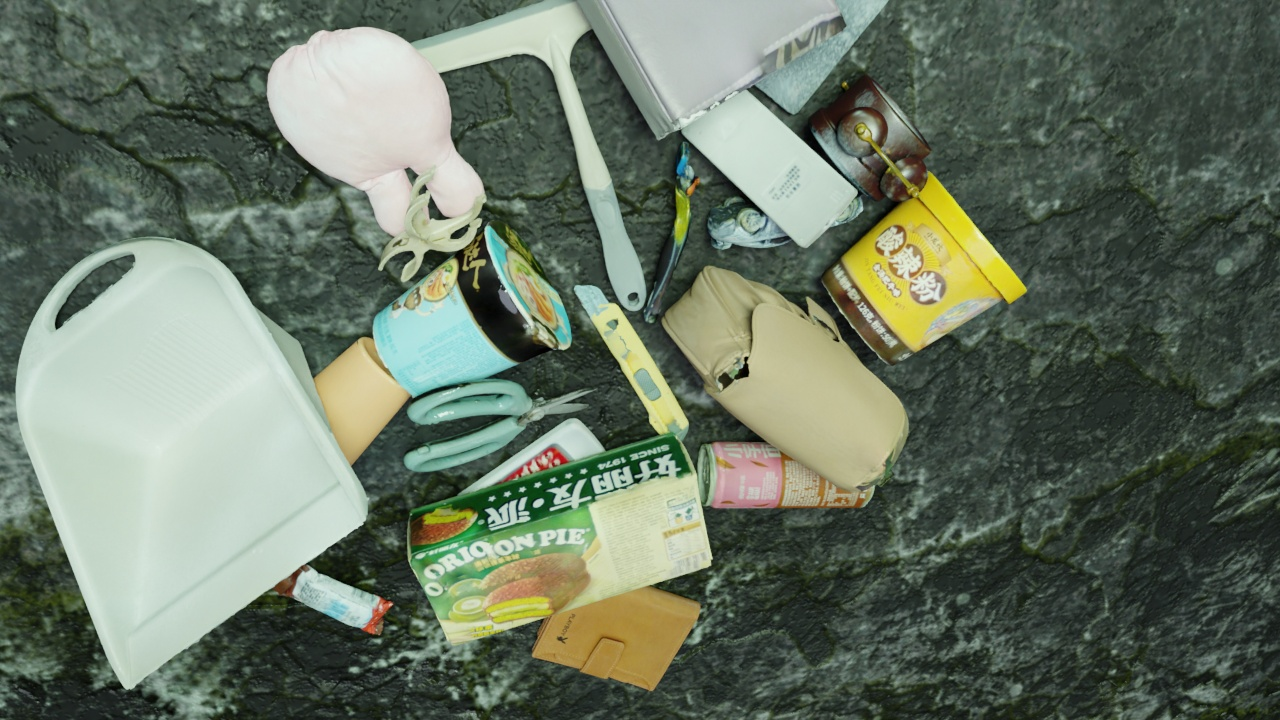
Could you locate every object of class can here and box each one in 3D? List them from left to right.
[{"bbox_3d":[0.126,0.100,0.803,0.147,0.058,0.058,1,113,-8],"label":"can"}]

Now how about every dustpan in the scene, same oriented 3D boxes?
[{"bbox_3d":[-0.341,0.046,0.645,0.223,0.257,0.142,-35,137,8],"label":"dustpan"}]

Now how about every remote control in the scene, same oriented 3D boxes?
[{"bbox_3d":[-0.094,0.105,0.796,0.136,0.020,0.056,-34,113,8],"label":"remote control"},{"bbox_3d":[0.091,-0.146,0.667,0.135,0.019,0.056,47,108,17],"label":"remote control"}]

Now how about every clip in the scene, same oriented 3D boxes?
[{"bbox_3d":[-0.142,-0.089,0.661,0.089,0.034,0.104,12,140,-14],"label":"clip"}]

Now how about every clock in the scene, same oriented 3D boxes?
[{"bbox_3d":[0.168,-0.156,0.662,0.082,0.121,0.055,40,116,-22],"label":"clock"}]

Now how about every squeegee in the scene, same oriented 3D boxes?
[{"bbox_3d":[-0.036,-0.141,0.684,0.246,0.039,0.247,-17,115,0],"label":"squeegee"}]

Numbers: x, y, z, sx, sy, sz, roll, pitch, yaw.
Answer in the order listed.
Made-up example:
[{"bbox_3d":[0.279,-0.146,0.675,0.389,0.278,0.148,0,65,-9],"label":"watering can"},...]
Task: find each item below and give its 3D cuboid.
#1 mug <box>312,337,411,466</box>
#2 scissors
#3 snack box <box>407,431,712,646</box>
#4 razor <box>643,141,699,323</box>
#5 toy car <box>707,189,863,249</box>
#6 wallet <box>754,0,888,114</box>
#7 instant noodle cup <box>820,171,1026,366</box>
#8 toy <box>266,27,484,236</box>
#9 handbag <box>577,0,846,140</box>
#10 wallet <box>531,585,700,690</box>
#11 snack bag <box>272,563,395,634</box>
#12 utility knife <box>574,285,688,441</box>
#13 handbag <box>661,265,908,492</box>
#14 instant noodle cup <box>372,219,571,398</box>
[{"bbox_3d":[-0.238,0.044,0.723,0.123,0.078,0.078,-43,112,6],"label":"mug"},{"bbox_3d":[-0.124,0.054,0.745,0.174,0.019,0.177,0,149,-43],"label":"scissors"},{"bbox_3d":[-0.065,0.152,0.780,0.240,0.063,0.114,-17,125,-4],"label":"snack box"},{"bbox_3d":[0.025,-0.093,0.705,0.022,0.042,0.143,12,115,-2],"label":"razor"},{"bbox_3d":[0.111,-0.111,0.709,0.120,0.054,0.037,-12,112,-3],"label":"toy car"},{"bbox_3d":[0.114,-0.255,0.666,0.097,0.019,0.121,34,107,-18],"label":"wallet"},{"bbox_3d":[0.214,-0.066,0.714,0.115,0.118,0.118,-38,113,19],"label":"instant noodle cup"},{"bbox_3d":[-0.183,-0.156,0.645,0.121,0.054,0.159,-17,128,17],"label":"toy"},{"bbox_3d":[0.026,-0.266,0.591,0.145,0.098,0.197,-30,102,-1],"label":"handbag"},{"bbox_3d":[-0.024,0.253,0.867,0.131,0.031,0.108,23,107,-15],"label":"wallet"},{"bbox_3d":[-0.271,0.212,0.816,0.105,0.026,0.045,30,116,-18],"label":"snack bag"},{"bbox_3d":[-0.005,0.004,0.770,0.031,0.019,0.175,-32,110,0],"label":"utility knife"},{"bbox_3d":[0.117,0.010,0.712,0.204,0.147,0.100,34,107,-24],"label":"handbag"},{"bbox_3d":[-0.131,-0.029,0.691,0.120,0.111,0.111,-28,114,12],"label":"instant noodle cup"}]
